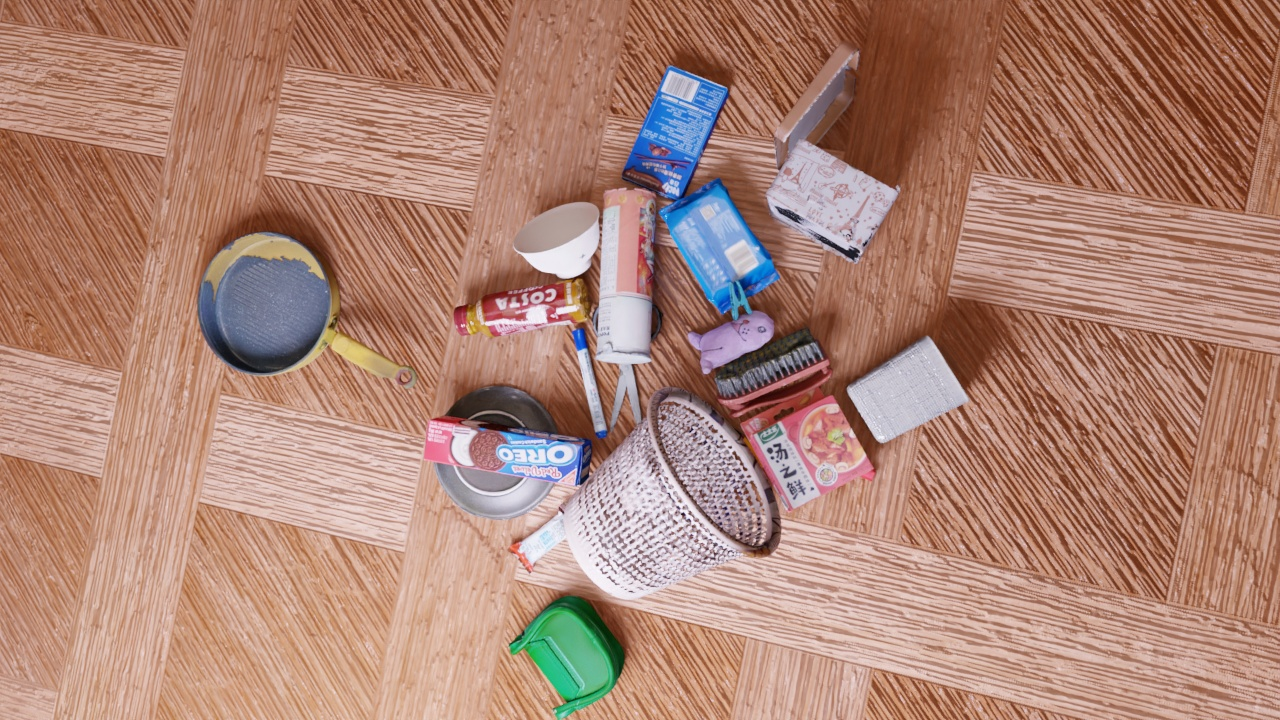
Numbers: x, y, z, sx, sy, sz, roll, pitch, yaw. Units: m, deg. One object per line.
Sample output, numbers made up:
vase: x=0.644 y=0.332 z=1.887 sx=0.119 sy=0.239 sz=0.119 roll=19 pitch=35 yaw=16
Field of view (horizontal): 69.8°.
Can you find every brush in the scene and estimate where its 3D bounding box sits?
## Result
brush: x=0.164 y=0.022 z=1.144 sx=0.146 sy=0.063 sz=0.069 roll=-25 pitch=114 yaw=9

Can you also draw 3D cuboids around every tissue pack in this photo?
tissue pack: x=0.099 y=-0.146 z=1.161 sx=0.095 sy=0.052 sz=0.157 roll=-32 pitch=84 yaw=5

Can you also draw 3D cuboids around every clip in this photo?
clip: x=0.122 y=-0.076 z=1.134 sx=0.049 sy=0.015 sz=0.057 roll=-22 pitch=127 yaw=-2

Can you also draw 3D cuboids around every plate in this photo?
plate: x=-0.193 y=0.122 z=1.215 sx=0.179 sy=0.024 sz=0.179 roll=0 pitch=88 yaw=9

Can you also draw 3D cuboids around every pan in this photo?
pan: x=-0.442 y=-0.045 z=1.233 sx=0.357 sy=0.078 sz=0.198 roll=25 pitch=93 yaw=9

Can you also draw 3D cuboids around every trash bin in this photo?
trash bin: x=0.024 y=0.175 z=1.091 sx=0.193 sy=0.227 sz=0.227 roll=-39 pitch=82 yaw=24

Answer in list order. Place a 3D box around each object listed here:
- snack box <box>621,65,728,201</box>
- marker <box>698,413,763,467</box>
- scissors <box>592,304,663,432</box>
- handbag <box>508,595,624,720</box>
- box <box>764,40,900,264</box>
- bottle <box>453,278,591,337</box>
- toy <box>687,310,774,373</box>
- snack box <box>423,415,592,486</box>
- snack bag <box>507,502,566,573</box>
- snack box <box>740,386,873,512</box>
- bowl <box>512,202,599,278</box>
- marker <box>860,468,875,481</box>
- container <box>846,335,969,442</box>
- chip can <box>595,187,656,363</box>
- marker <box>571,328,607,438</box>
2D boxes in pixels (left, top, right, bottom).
snack box: x=0.045 y=-0.292 z=1.187 sx=0.084 sy=0.026 sz=0.157 roll=24 pitch=92 yaw=9
marker: x=0.114 y=0.092 z=1.171 sx=0.124 sy=0.015 sz=0.018 roll=41 pitch=97 yaw=11
scissors: x=-0.019 y=0.001 z=1.197 sx=0.170 sy=0.014 sz=0.159 roll=45 pitch=97 yaw=6
handbag: x=-0.092 y=0.377 z=1.168 sx=0.120 sy=0.068 sz=0.131 roll=-41 pitch=82 yaw=7
box: x=0.242 y=-0.238 z=1.079 sx=0.157 sy=0.183 sz=0.193 roll=33 pitch=96 yaw=8
bottle: x=-0.155 y=-0.065 z=1.197 sx=0.175 sy=0.057 sz=0.057 roll=-9 pitch=87 yaw=9
toy: x=0.117 y=-0.029 z=1.155 sx=0.108 sy=0.039 sz=0.083 roll=-27 pitch=40 yaw=2
snack box: x=-0.168 y=0.114 z=1.170 sx=0.207 sy=0.058 sz=0.057 roll=9 pitch=93 yaw=9
snack bag: x=-0.123 y=0.233 z=1.198 sx=0.104 sy=0.026 sz=0.048 roll=-42 pitch=89 yaw=5
snack box: x=0.201 y=0.104 z=1.122 sx=0.113 sy=0.044 sz=0.127 roll=-28 pitch=76 yaw=-2
bowl: x=-0.097 y=-0.146 z=1.180 sx=0.118 sy=0.118 sz=0.065 roll=-19 pitch=125 yaw=8
marker: x=0.223 y=0.117 z=1.150 sx=0.145 sy=0.017 sz=0.017 roll=20 pitch=91 yaw=9
container: x=0.316 y=0.038 z=1.103 sx=0.114 sy=0.090 sz=0.090 roll=-32 pitch=83 yaw=10
chip can: x=-0.018 y=-0.107 z=1.158 sx=0.071 sy=0.071 sz=0.214 roll=0 pitch=82 yaw=9
marker: x=-0.066 y=0.030 z=1.200 sx=0.017 sy=0.017 sz=0.145 roll=-14 pitch=86 yaw=8
